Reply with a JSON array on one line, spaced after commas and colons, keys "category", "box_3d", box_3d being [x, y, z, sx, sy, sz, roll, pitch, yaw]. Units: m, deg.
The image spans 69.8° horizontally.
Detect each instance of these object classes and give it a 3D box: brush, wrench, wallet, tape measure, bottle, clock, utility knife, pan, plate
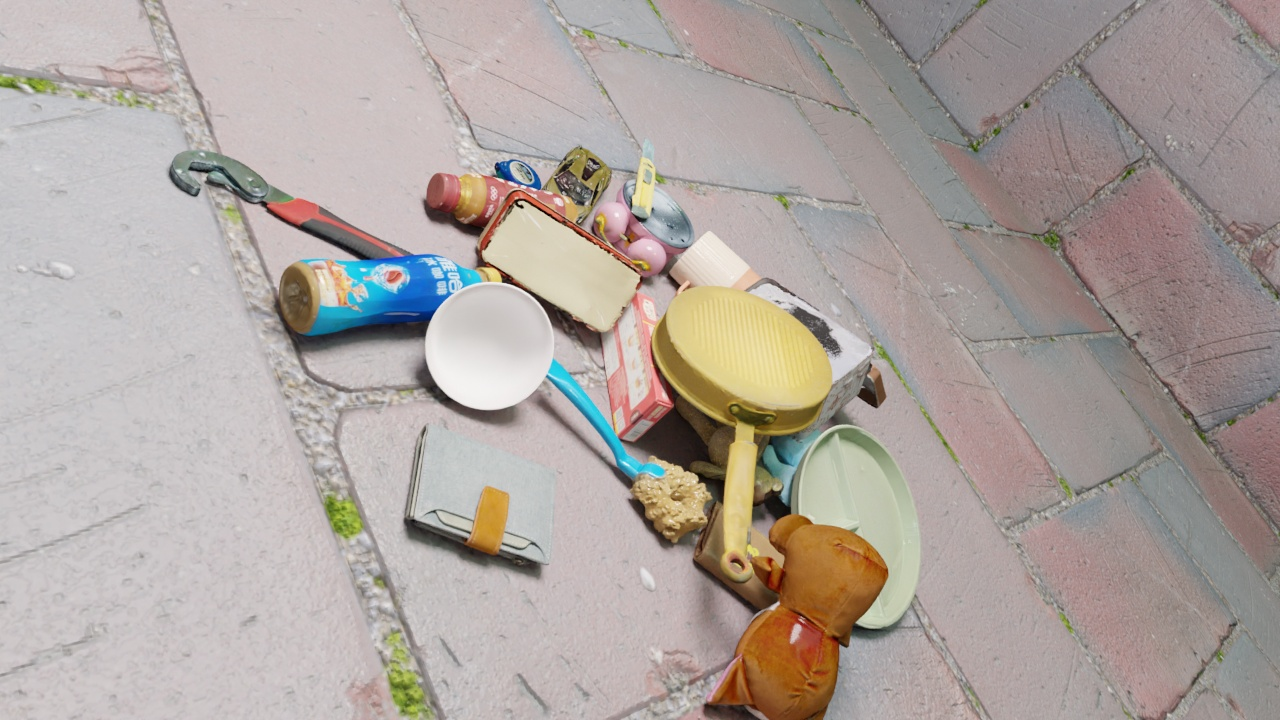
[{"category": "brush", "box_3d": [-0.022, 0.081, 0.914, 0.254, 0.046, 0.083, 48, 38, -7]}, {"category": "wrench", "box_3d": [-0.301, -0.127, 0.870, 0.273, 0.016, 0.056, 25, 43, -27]}, {"category": "wallet", "box_3d": [-0.131, 0.115, 0.784, 0.129, 0.037, 0.106, 25, 39, -27]}, {"category": "tape measure", "box_3d": [-0.147, -0.216, 1.110, 0.058, 0.025, 0.054, 57, 34, 9]}, {"category": "bottle", "box_3d": [-0.154, -0.173, 1.031, 0.174, 0.058, 0.057, 6, 51, -42]}, {"category": "clock", "box_3d": [0.000, -0.167, 1.184, 0.117, 0.060, 0.158, 46, 33, 0]}, {"category": "bottle", "box_3d": [-0.219, -0.065, 0.847, 0.218, 0.065, 0.065, -10, 63, -50]}, {"category": "utility knife", "box_3d": [0.005, -0.240, 1.202, 0.031, 0.021, 0.204, 36, 29, -23]}, {"category": "wallet", "box_3d": [0.112, 0.207, 0.950, 0.115, 0.033, 0.090, 37, 37, -6]}, {"category": "pan", "box_3d": [0.101, 0.058, 0.919, 0.197, 0.078, 0.356, 16, 38, -11]}, {"category": "plate", "box_3d": [0.247, 0.188, 1.051, 0.230, 0.028, 0.230, 16, 66, -39]}]

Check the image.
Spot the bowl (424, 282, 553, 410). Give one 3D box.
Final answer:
[{"category": "bowl", "box_3d": [-0.146, -0.018, 0.865, 0.118, 0.118, 0.065, 30, 1, -21]}]

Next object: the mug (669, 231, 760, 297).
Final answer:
[{"category": "mug", "box_3d": [0.092, -0.097, 1.200, 0.106, 0.082, 0.114, 45, 64, 1]}]

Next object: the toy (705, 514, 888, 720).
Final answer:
[{"category": "toy", "box_3d": [0.144, 0.246, 0.855, 0.140, 0.131, 0.199, 29, 73, -16]}]

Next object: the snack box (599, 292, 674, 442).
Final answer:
[{"category": "snack box", "box_3d": [-0.006, 0.006, 0.989, 0.025, 0.075, 0.152, 20, 42, -32]}]

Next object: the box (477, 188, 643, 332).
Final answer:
[{"category": "box", "box_3d": [-0.086, -0.103, 0.989, 0.168, 0.091, 0.076, 31, 11, -20]}]

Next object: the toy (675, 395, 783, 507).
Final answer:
[{"category": "toy", "box_3d": [0.094, 0.096, 1.023, 0.105, 0.066, 0.157, -23, 65, -19]}]

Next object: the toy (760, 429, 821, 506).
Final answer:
[{"category": "toy", "box_3d": [0.193, 0.120, 1.099, 0.161, 0.050, 0.156, 29, 43, -35]}]

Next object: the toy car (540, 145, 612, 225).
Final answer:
[{"category": "toy car", "box_3d": [-0.081, -0.223, 1.174, 0.070, 0.042, 0.157, 36, 38, -12]}]

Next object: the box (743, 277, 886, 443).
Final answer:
[{"category": "box", "box_3d": [0.203, -0.009, 1.146, 0.179, 0.134, 0.270, 38, 24, 27]}]
